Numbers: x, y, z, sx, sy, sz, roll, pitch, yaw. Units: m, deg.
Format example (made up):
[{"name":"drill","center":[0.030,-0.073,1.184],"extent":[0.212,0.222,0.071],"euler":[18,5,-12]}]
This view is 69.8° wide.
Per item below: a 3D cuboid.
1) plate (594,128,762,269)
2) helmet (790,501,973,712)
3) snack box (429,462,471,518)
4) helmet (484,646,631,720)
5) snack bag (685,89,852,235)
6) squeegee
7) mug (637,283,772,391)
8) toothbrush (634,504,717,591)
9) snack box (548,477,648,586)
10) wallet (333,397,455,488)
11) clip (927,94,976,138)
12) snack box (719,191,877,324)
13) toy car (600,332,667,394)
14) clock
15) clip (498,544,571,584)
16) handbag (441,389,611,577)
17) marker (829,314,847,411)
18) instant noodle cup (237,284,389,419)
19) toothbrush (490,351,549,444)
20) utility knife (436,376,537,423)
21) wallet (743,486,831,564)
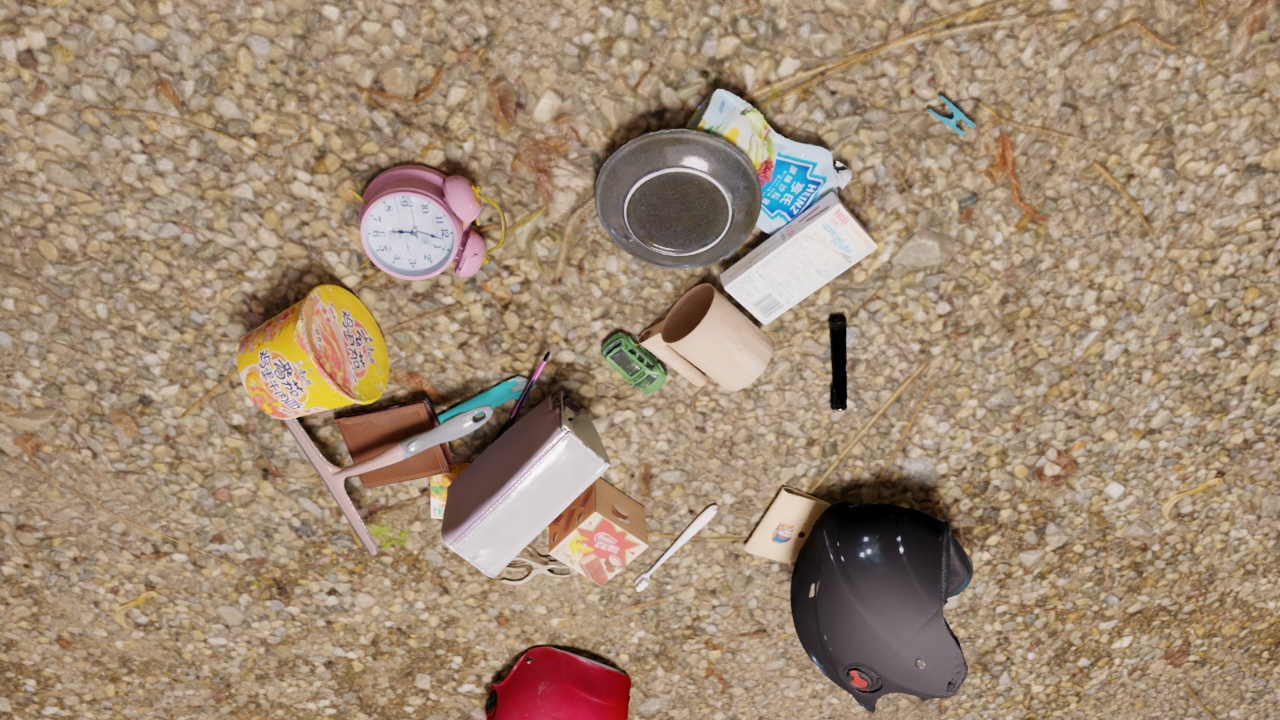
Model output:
[{"name":"plate","center":[0.040,-0.161,0.970],"extent":[0.179,0.024,0.180],"euler":[3,137,2]},{"name":"helmet","center":[0.305,0.313,1.189],"extent":[0.230,0.232,0.275],"euler":[26,117,12]},{"name":"snack box","center":[-0.192,0.170,1.185],"extent":[0.155,0.027,0.077],"euler":[3,121,-5]},{"name":"helmet","center":[-0.129,0.554,1.364],"extent":[0.207,0.143,0.241],"euler":[29,117,-22]},{"name":"snack bag","center":[0.129,-0.199,0.972],"extent":[0.191,0.038,0.110],"euler":[25,113,-21]},{"name":"squeegee","center":[-0.287,0.106,1.090],"extent":[0.250,0.040,0.248],"euler":[-22,109,13]},{"name":"mug","center":[0.075,-0.018,1.063],"extent":[0.103,0.084,0.125],"euler":[38,137,-25]},{"name":"toothbrush","center":[0.048,0.259,1.262],"extent":[0.016,0.016,0.180],"euler":[30,115,-23]},{"name":"snack box","center":[-0.056,0.222,1.196],"extent":[0.092,0.077,0.094],"euler":[38,112,-23]},{"name":"wallet","center":[-0.302,0.100,1.125],"extent":[0.125,0.032,0.101],"euler":[-12,114,9]},{"name":"clip","center":[0.327,-0.256,0.961],"extent":[0.056,0.014,0.043],"euler":[29,117,-20]},{"name":"snack box","center":[0.174,-0.110,1.019],"extent":[0.157,0.026,0.084],"euler":[-36,131,21]},{"name":"toy car","center":[-0.006,0.006,1.092],"extent":[0.043,0.036,0.091],"euler":[-40,120,18]},{"name":"clock","center":[-0.221,-0.142,0.971],"extent":[0.158,0.059,0.117],"euler":[-2,123,-5]},{"name":"clip","center":[-0.152,0.287,1.258],"extent":[0.103,0.035,0.093],"euler":[31,111,-29]},{"name":"handbag","center":[-0.137,0.140,1.083],"extent":[0.197,0.145,0.098],"euler":[-43,117,8]},{"name":"marker","center":[0.240,0.004,1.114],"extent":[0.022,0.020,0.132],"euler":[-16,123,-11]},{"name":"instant noodle cup","center":[-0.364,-0.002,1.013],"extent":[0.110,0.137,0.138],"euler":[-19,121,17]},{"name":"toothbrush","center":[-0.147,0.058,1.116],"extent":[0.017,0.014,0.190],"euler":[16,127,-25]},{"name":"utility knife","center":[-0.225,0.070,1.129],"extent":[0.217,0.013,0.029],"euler":[-26,118,13]},{"name":"wallet","center":[0.204,0.228,1.249],"extent":[0.087,0.024,0.115],"euler":[18,117,-16]}]
